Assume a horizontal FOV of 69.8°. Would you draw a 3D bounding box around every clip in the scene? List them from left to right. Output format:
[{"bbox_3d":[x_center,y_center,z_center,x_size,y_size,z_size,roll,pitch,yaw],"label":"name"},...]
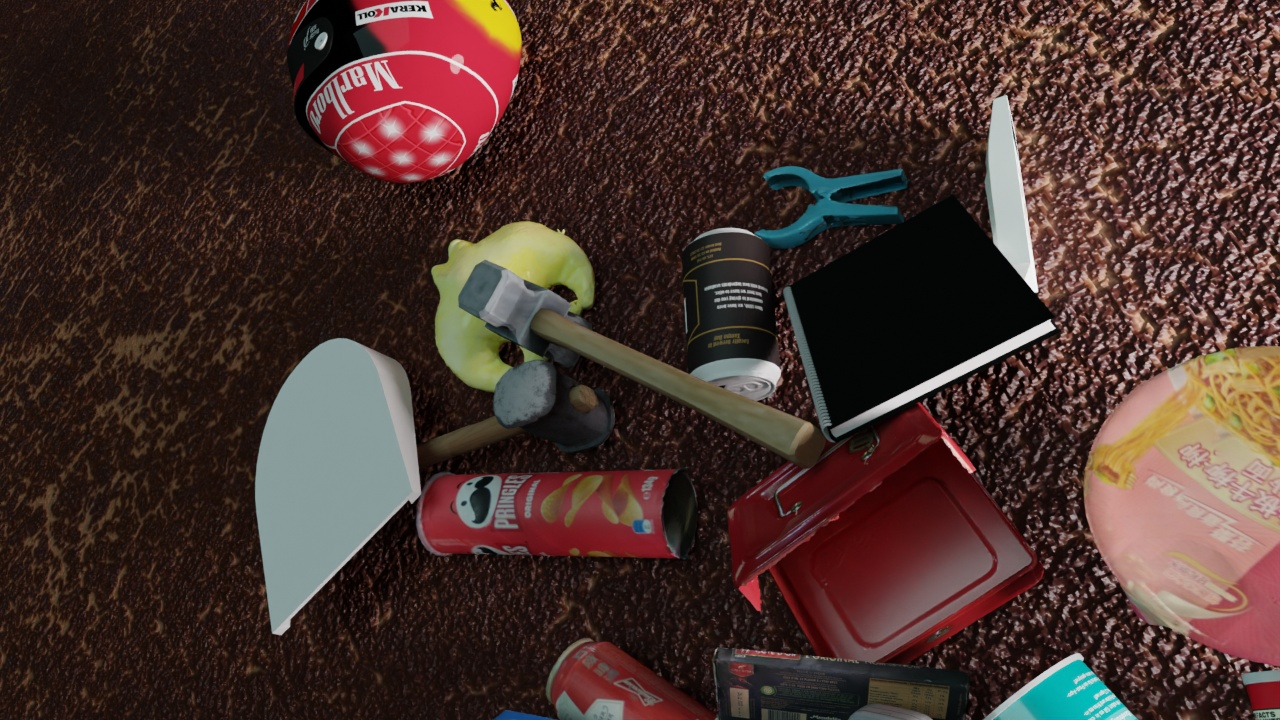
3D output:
[{"bbox_3d":[0.152,-0.145,0.757,0.130,0.031,0.121,-21,57,22],"label":"clip"}]

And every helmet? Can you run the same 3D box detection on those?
[{"bbox_3d":[-0.249,-0.294,0.945,0.272,0.197,0.224,-19,61,32],"label":"helmet"}]

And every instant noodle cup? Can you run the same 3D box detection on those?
[{"bbox_3d":[0.346,0.088,0.506,0.179,0.077,0.178,-16,53,23],"label":"instant noodle cup"}]

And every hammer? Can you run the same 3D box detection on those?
[{"bbox_3d":[-0.175,0.078,0.824,0.329,0.098,0.052,-20,59,29],"label":"hammer"},{"bbox_3d":[-0.004,0.004,0.682,0.323,0.117,0.051,25,85,41],"label":"hammer"}]

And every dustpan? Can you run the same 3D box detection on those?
[{"bbox_3d":[-0.280,0.095,0.861,0.192,0.053,0.257,-44,46,15],"label":"dustpan"}]

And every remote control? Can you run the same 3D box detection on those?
[{"bbox_3d":[0.165,0.274,0.527,0.074,0.019,0.151,-18,87,58],"label":"remote control"},{"bbox_3d":[0.264,-0.116,0.663,0.024,0.049,0.143,-9,66,26],"label":"remote control"}]

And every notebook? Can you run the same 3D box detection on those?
[{"bbox_3d":[0.178,-0.037,0.636,0.149,0.016,0.206,-29,25,17],"label":"notebook"}]

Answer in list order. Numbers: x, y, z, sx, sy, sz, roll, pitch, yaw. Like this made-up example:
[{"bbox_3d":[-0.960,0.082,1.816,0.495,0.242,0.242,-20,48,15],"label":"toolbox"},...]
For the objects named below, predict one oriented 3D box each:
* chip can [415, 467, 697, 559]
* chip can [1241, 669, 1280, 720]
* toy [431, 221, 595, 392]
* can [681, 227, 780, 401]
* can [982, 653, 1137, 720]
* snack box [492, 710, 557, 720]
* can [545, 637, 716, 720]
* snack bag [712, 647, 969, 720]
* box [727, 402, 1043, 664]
[{"bbox_3d":[-0.069,0.125,0.745,0.233,0.073,0.073,-5,68,27],"label":"chip can"},{"bbox_3d":[0.358,0.266,0.452,0.052,0.051,0.214,-14,64,25],"label":"chip can"},{"bbox_3d":[-0.126,-0.058,0.856,0.155,0.064,0.170,35,88,17],"label":"toy"},{"bbox_3d":[0.071,-0.036,0.729,0.072,0.072,0.128,-13,64,25],"label":"can"},{"bbox_3d":[0.252,0.248,0.490,0.099,0.099,0.144,-44,55,7],"label":"can"},{"bbox_3d":[0.002,0.341,0.576,0.239,0.056,0.195,-1,97,30],"label":"snack box"},{"bbox_3d":[0.012,0.261,0.643,0.170,0.067,0.067,24,83,35],"label":"can"},{"bbox_3d":[0.123,0.213,0.573,0.155,0.075,0.018,2,37,11],"label":"snack bag"},{"bbox_3d":[0.160,0.121,0.604,0.157,0.156,0.147,-39,14,14],"label":"box"}]
